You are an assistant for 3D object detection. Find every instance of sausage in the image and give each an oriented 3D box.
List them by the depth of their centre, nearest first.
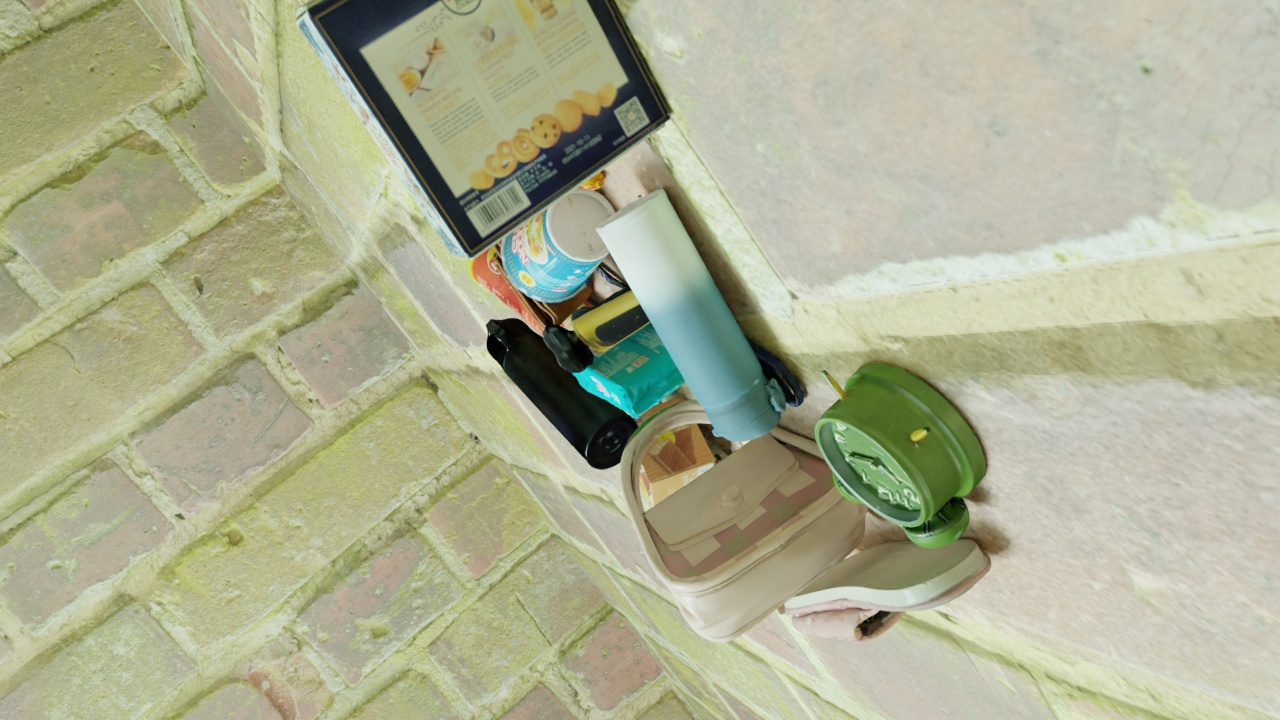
[{"bbox_3d":[-0.084,-0.190,0.854,0.165,0.021,0.021,36,158,39],"label":"sausage"}]

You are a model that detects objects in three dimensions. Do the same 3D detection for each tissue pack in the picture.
[{"bbox_3d":[-0.006,0.006,0.944,0.133,0.093,0.050,27,147,54],"label":"tissue pack"}]

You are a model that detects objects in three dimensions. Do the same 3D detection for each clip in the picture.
[{"bbox_3d":[0.109,0.135,1.027,0.086,0.034,0.104,54,167,-10],"label":"clip"}]

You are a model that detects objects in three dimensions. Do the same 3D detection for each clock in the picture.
[{"bbox_3d":[0.185,0.075,0.668,0.116,0.056,0.161,35,157,44],"label":"clock"}]

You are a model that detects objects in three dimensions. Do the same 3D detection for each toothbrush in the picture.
[{"bbox_3d":[-0.046,-0.096,0.966,0.189,0.016,0.014,42,162,30],"label":"toothbrush"}]

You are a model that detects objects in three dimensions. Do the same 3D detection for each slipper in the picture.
[{"bbox_3d":[0.208,0.202,0.792,0.054,0.114,0.275,61,157,7],"label":"slipper"}]

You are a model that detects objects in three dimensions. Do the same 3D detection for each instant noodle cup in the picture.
[{"bbox_3d":[-0.071,-0.115,0.875,0.099,0.099,0.110,52,155,-6],"label":"instant noodle cup"}]

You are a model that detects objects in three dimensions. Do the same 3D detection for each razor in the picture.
[{"bbox_3d":[-0.024,-0.037,0.868,0.062,0.067,0.168,37,135,-28],"label":"razor"}]

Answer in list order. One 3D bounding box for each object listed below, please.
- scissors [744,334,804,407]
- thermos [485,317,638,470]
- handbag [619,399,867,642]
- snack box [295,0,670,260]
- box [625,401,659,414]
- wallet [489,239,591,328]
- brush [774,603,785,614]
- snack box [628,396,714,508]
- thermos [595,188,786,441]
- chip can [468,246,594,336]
[{"bbox_3d":[0.086,-0.018,0.802,0.163,0.012,0.162,38,158,40],"label":"scissors"},{"bbox_3d":[-0.104,0.027,1.047,0.242,0.068,0.090,39,180,41],"label":"thermos"},{"bbox_3d":[0.074,0.121,0.855,0.234,0.193,0.093,47,164,46],"label":"handbag"},{"bbox_3d":[-0.096,-0.192,0.610,0.182,0.177,0.046,59,165,-23],"label":"snack box"},{"bbox_3d":[-0.028,0.045,1.175,0.201,0.100,0.095,90,179,-64],"label":"box"},{"bbox_3d":[-0.108,-0.098,0.975,0.119,0.035,0.130,57,-159,-10],"label":"wallet"},{"bbox_3d":[0.152,0.223,1.056,0.146,0.063,0.073,59,165,-20],"label":"brush"},{"bbox_3d":[0.032,0.113,1.043,0.093,0.077,0.094,83,165,-53],"label":"snack box"},{"bbox_3d":[0.046,-0.033,0.760,0.220,0.070,0.070,58,162,-13],"label":"thermos"},{"bbox_3d":[-0.118,-0.073,1.096,0.216,0.073,0.073,39,160,33],"label":"chip can"}]
